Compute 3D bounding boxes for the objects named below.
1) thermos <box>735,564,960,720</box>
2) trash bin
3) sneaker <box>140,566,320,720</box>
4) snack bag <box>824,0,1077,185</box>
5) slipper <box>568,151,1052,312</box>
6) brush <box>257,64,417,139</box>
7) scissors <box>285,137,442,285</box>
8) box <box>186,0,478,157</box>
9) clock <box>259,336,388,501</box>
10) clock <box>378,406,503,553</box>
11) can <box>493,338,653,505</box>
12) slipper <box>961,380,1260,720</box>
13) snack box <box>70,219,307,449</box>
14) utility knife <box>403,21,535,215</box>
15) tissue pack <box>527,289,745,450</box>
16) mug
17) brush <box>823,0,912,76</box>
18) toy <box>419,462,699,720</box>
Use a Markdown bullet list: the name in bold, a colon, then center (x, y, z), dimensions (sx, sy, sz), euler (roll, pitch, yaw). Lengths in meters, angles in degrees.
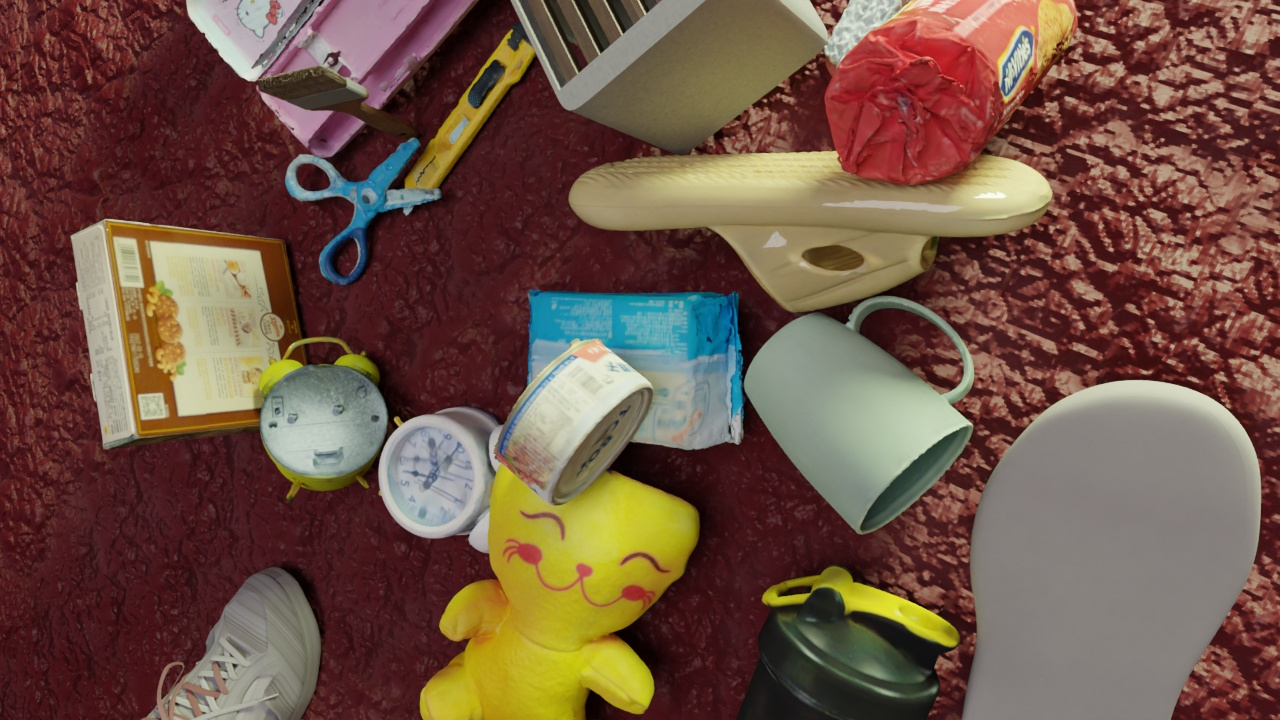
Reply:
- **thermos**: center (0.085, 0.223, 0.507), dimensions (0.098, 0.098, 0.221), euler (26, 105, 21)
- **trash bin**: center (-0.011, -0.251, 0.520), dimensions (0.115, 0.114, 0.228), euler (-33, 73, 27)
- **sneaker**: center (-0.320, 0.268, 0.680), dimensions (0.099, 0.089, 0.236), euler (25, 99, 21)
- **snack bag**: center (0.153, -0.140, 0.442), dimensions (0.082, 0.175, 0.082), euler (23, 135, 26)
- **slipper**: center (0.084, -0.073, 0.511), dimensions (0.262, 0.111, 0.079), euler (6, 117, 24)
- **brush**: center (-0.183, -0.162, 0.594), dimensions (0.045, 0.143, 0.008), euler (-7, 88, 14)
- **scissors**: center (-0.196, -0.104, 0.662), dimensions (0.140, 0.013, 0.118), euler (1, 103, 20)
- **box**: center (-0.208, -0.255, 0.628), dimensions (0.202, 0.037, 0.153), euler (-37, 98, 25)
- **clock**: center (-0.221, 0.036, 0.643), dimensions (0.083, 0.057, 0.119), euler (-5, 70, -19)
- **clock**: center (-0.116, 0.079, 0.616), dimensions (0.125, 0.052, 0.089), euler (13, 94, 20)
- **can**: center (-0.035, 0.033, 0.495), dimensions (0.043, 0.086, 0.086), euler (39, 104, 15)
- **slipper**: center (0.226, 0.127, 0.462), dimensions (0.113, 0.080, 0.266), euler (12, 112, 29)
- **snack box**: center (-0.308, -0.018, 0.645), dimensions (0.041, 0.146, 0.143), euler (-14, 85, 28)
- **utility knife**: center (-0.121, -0.166, 0.638), dimensions (0.030, 0.017, 0.159), euler (48, 110, 26)
- **tissue pack**: center (-0.003, 0.003, 0.560), dimensions (0.145, 0.061, 0.093), euler (3, 96, 26)
- **mug**: center (0.123, 0.018, 0.496), dimensions (0.111, 0.084, 0.104), euler (-47, 62, 10)
- **brush**: center (0.155, -0.235, 0.511), dimensions (0.041, 0.030, 0.172), euler (33, 102, 20)
- **toy**: center (-0.046, 0.152, 0.564), dimensions (0.134, 0.087, 0.194), euler (21, 99, 5)
